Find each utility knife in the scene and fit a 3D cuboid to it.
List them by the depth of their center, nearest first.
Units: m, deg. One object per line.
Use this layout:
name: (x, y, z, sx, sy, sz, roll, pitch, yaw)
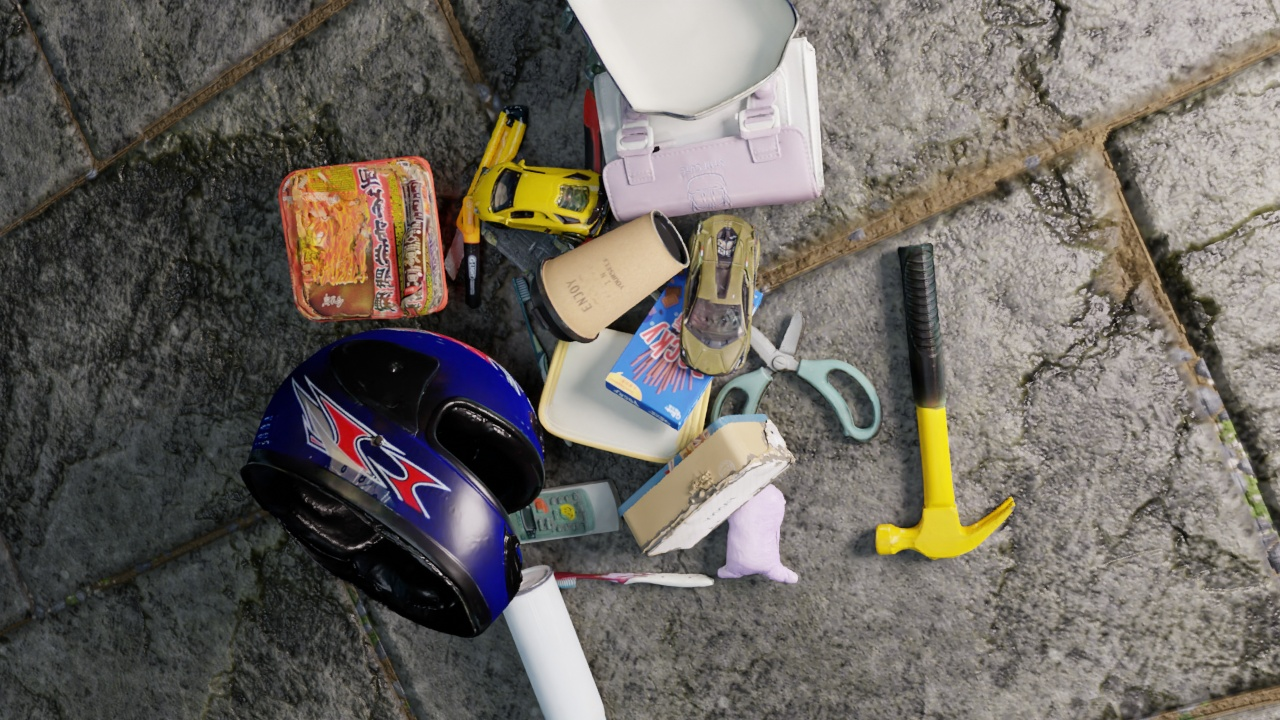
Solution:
utility knife: (-0.166, -0.177, 0.968, 0.033, 0.015, 0.203, 31, 108, 12)

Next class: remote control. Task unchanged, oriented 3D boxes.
remote control: (-0.086, 0.165, 1.001, 0.135, 0.019, 0.056, -11, 96, 19)

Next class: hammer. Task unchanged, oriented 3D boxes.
hammer: (0.273, 0.041, 0.861, 0.129, 0.032, 0.301, -6, 98, 18)

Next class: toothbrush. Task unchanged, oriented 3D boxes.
toothbrush: (-0.102, 0.001, 0.980, 0.018, 0.016, 0.191, -17, 94, 9)
toothbrush: (-0.012, 0.240, 0.994, 0.188, 0.016, 0.017, -3, 106, 18)

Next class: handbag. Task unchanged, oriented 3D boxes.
handbag: (0.065, -0.209, 0.853, 0.197, 0.098, 0.145, -5, 104, 18)
handbag: (-0.005, 0.005, 0.935, 0.163, 0.063, 0.178, 13, 88, 14)

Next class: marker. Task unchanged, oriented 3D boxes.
marker: (-0.179, -0.114, 0.975, 0.018, 0.015, 0.124, 4, 112, 1)

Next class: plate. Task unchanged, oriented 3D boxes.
plate: (0.033, -0.306, 0.814, 0.162, 0.034, 0.265, -29, 59, 3)

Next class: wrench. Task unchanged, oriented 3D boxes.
wrench: (-0.048, -0.220, 0.924, 0.056, 0.016, 0.273, 1, 100, 21)

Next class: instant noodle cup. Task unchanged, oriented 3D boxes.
instant noodle cup: (-0.287, -0.127, 0.981, 0.189, 0.079, 0.164, -2, 99, 17)

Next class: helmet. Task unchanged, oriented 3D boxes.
helmet: (-0.213, 0.098, 0.908, 0.316, 0.239, 0.248, 25, 144, 20)

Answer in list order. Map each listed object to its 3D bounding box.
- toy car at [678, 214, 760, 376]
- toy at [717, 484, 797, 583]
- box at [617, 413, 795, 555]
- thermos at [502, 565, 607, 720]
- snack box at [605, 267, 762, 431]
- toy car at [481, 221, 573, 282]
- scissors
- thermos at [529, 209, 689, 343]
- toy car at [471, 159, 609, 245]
toy car: (0.075, -0.062, 0.863, 0.070, 0.042, 0.158, 5, 75, 3)
toy: (0.118, 0.172, 0.928, 0.084, 0.038, 0.108, 2, 94, 22)
box: (0.059, 0.126, 0.895, 0.185, 0.089, 0.061, -43, 62, 29)
thermos: (-0.091, 0.340, 1.006, 0.073, 0.073, 0.224, -17, 98, 19)
snack box: (0.042, -0.019, 0.886, 0.084, 0.026, 0.157, 31, 76, 10)
toy car: (-0.113, -0.120, 0.952, 0.120, 0.036, 0.054, 41, 105, 17)
scissors: (0.141, 0.046, 0.911, 0.170, 0.019, 0.178, 43, 110, 5)
thermos: (-0.030, -0.080, 0.868, 0.143, 0.092, 0.093, -29, 90, 23)
toy car: (-0.102, -0.160, 0.912, 0.156, 0.041, 0.071, 11, 81, 21)
